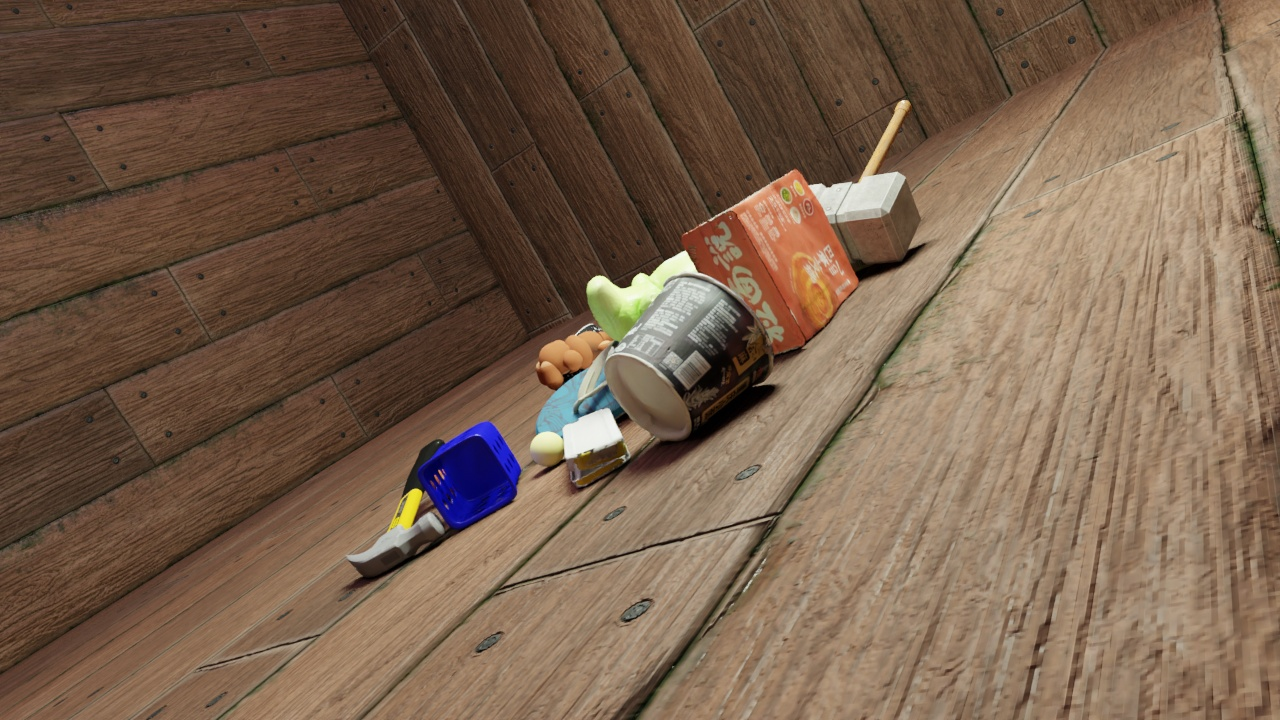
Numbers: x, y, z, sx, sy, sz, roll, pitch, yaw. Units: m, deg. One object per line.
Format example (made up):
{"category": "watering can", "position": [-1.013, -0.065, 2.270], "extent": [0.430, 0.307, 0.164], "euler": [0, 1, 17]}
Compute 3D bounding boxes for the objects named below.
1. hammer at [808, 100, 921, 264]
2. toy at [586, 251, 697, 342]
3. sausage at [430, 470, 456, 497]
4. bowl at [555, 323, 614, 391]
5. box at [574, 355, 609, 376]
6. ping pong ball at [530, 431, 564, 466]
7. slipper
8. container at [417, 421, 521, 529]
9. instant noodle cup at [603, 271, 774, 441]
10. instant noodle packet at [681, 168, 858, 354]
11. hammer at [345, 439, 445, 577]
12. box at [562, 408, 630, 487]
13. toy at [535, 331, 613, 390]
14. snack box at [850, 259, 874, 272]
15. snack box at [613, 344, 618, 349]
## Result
{"category": "hammer", "position": [0.310, -0.256, 1.225], "extent": [0.163, 0.083, 0.316], "euler": [-1, 44, 40]}
{"category": "toy", "position": [0.035, -0.075, 1.089], "extent": [0.197, 0.107, 0.150], "euler": [-7, 8, -3]}
{"category": "sausage", "position": [-0.223, 0.149, 1.180], "extent": [0.165, 0.039, 0.044], "euler": [-21, 14, 47]}
{"category": "bowl", "position": [-0.080, 0.011, 1.430], "extent": [0.120, 0.066, 0.120], "euler": [-52, -14, -18]}
{"category": "box", "position": [-0.043, 0.030, 1.281], "extent": [0.117, 0.051, 0.205], "euler": [-32, 6, 2]}
{"category": "ping pong ball", "position": [-0.106, 0.102, 1.053], "extent": [0.040, 0.040, 0.040], "euler": [-29, 7, 4]}
{"category": "slipper", "position": [-0.007, 0.007, 1.116], "extent": [0.295, 0.060, 0.118], "euler": [-26, 33, 9]}
{"category": "container", "position": [-0.189, 0.126, 1.037], "extent": [0.085, 0.084, 0.113], "euler": [-30, 6, -1]}
{"category": "instant noodle cup", "position": [0.038, 0.003, 0.865], "extent": [0.112, 0.137, 0.137], "euler": [-43, 13, -29]}
{"category": "instant noodle packet", "position": [0.169, -0.119, 1.032], "extent": [0.084, 0.164, 0.220], "euler": [-24, 9, 46]}
{"category": "hammer", "position": [-0.281, 0.169, 1.128], "extent": [0.127, 0.029, 0.323], "euler": [-34, 16, 5]}
{"category": "box", "position": [-0.050, 0.090, 0.975], "extent": [0.064, 0.037, 0.210], "euler": [-24, 7, -3]}
{"category": "toy", "position": [-0.091, -0.008, 1.341], "extent": [0.127, 0.065, 0.095], "euler": [-24, 23, -16]}
{"category": "snack box", "position": [0.239, -0.122, 1.265], "extent": [0.181, 0.045, 0.121], "euler": [-25, 10, 13]}
{"category": "snack box", "position": [0.006, -0.033, 1.419], "extent": [0.053, 0.075, 0.175], "euler": [-33, 9, -25]}
